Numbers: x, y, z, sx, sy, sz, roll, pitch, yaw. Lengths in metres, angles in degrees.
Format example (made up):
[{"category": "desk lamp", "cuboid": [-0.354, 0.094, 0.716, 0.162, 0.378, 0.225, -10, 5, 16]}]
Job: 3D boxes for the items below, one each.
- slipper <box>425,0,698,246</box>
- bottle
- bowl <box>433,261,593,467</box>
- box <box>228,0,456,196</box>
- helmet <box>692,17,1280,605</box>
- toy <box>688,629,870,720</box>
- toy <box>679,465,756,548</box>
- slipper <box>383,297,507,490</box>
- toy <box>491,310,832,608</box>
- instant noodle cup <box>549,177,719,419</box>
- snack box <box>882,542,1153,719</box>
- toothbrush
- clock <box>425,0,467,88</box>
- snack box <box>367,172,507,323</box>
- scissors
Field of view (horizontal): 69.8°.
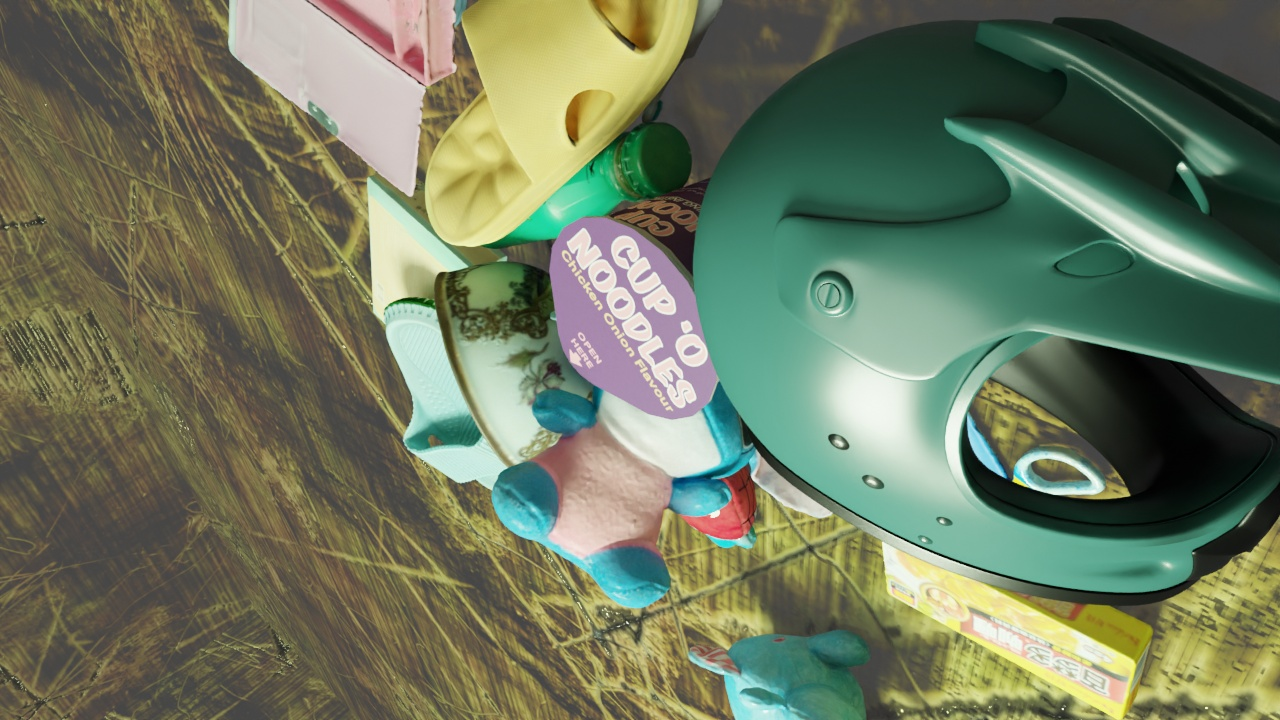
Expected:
[{"category": "slipper", "cuboid": [-0.066, -0.156, 0.528, 0.264, 0.078, 0.099, -38, 67, 41]}, {"category": "bottle", "cuboid": [-0.050, -0.118, 0.616, 0.210, 0.067, 0.068, 0, 119, 51]}, {"category": "bowl", "cuboid": [-0.075, -0.008, 0.678, 0.160, 0.094, 0.160, -19, -91, -86]}, {"category": "box", "cuboid": [-0.209, -0.241, 0.618, 0.232, 0.039, 0.180, 40, 137, 22]}, {"category": "helmet", "cuboid": [0.148, -0.028, 0.358, 0.275, 0.176, 0.201, 27, 141, 29]}, {"category": "toy", "cuboid": [0.132, 0.257, 0.697, 0.183, 0.114, 0.181, 31, 165, -4]}, {"category": "toy", "cuboid": [0.053, 0.102, 0.700, 0.092, 0.062, 0.133, 50, 167, 33]}, {"category": "slipper", "cuboid": [-0.167, 0.055, 0.865, 0.116, 0.069, 0.276, 0, 136, 22]}, {"category": "toy", "cuboid": [0.012, 0.062, 0.600, 0.224, 0.191, 0.099, 38, 162, -7]}, {"category": "instant noodle cup", "cuboid": [0.031, -0.048, 0.530, 0.122, 0.121, 0.137, 55, 147, -2]}, {"category": "snack box", "cuboid": [0.219, 0.149, 0.550, 0.152, 0.025, 0.075, 25, 149, 37]}, {"category": "toothbrush", "cuboid": [0.033, -0.193, 0.492, 0.018, 0.019, 0.188, 62, 150, 18]}, {"category": "clock", "cuboid": [-0.180, -0.263, 0.654, 0.118, 0.059, 0.162, 48, 147, 10]}, {"category": "snack box", "cuboid": [-0.195, -0.068, 0.860, 0.141, 0.044, 0.194, 41, 145, 16]}, {"category": "scissors", "cuboid": [0.208, 0.078, 0.524, 0.127, 0.013, 0.125, -19, 105, 53]}]
